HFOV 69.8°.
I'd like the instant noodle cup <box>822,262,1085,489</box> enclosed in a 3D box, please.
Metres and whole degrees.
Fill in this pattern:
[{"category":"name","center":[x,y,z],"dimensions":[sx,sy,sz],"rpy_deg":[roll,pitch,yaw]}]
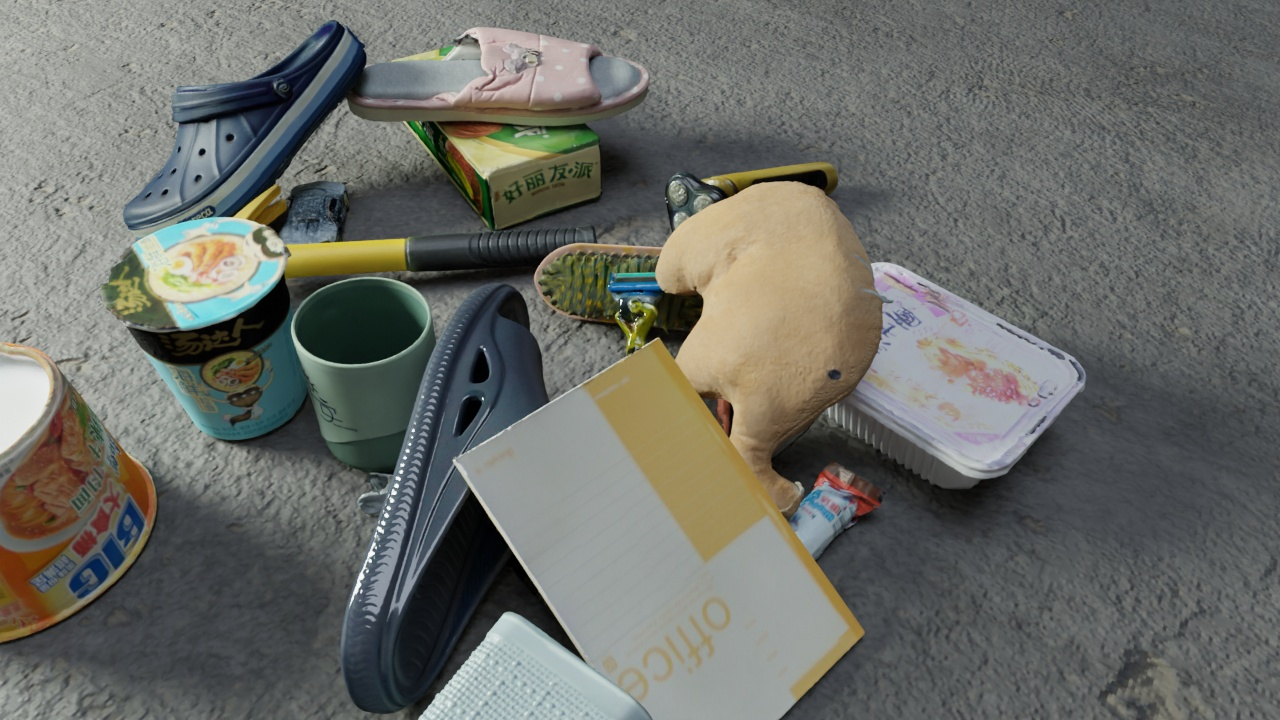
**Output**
[{"category":"instant noodle cup","center":[0.191,0.016,0.627],"dimensions":[0.137,0.060,0.173],"rpy_deg":[-34,52,-31]}]

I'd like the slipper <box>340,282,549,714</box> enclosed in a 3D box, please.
[{"category":"slipper","center":[-0.086,0.072,0.528],"dimensions":[0.083,0.111,0.267],"rpy_deg":[5,50,10]}]

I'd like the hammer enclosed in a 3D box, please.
[{"category":"hammer","center":[-0.184,-0.086,0.733],"dimensions":[0.300,0.033,0.128],"rpy_deg":[-4,62,-11]}]

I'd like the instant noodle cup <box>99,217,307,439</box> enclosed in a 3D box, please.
[{"category":"instant noodle cup","center":[-0.272,-0.014,0.605],"dimensions":[0.111,0.121,0.111],"rpy_deg":[0,44,0]}]

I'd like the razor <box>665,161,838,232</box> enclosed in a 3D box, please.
[{"category":"razor","center":[0.102,-0.145,0.801],"dimensions":[0.167,0.062,0.068],"rpy_deg":[-16,14,-25]}]

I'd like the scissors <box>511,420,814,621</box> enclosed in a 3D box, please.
[{"category":"scissors","center":[0.018,0.078,0.585],"dimensions":[0.125,0.022,0.234],"rpy_deg":[25,49,24]}]

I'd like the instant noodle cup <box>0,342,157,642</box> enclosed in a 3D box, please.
[{"category":"instant noodle cup","center":[-0.374,0.068,0.522],"dimensions":[0.151,0.112,0.151],"rpy_deg":[1,43,-1]}]

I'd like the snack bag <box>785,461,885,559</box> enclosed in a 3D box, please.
[{"category":"snack bag","center":[0.102,0.102,0.559],"dimensions":[0.104,0.026,0.048],"rpy_deg":[-32,41,-30]}]

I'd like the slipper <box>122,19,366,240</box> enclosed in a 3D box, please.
[{"category":"slipper","center":[-0.331,-0.197,0.757],"dimensions":[0.252,0.095,0.105],"rpy_deg":[-52,35,-15]}]

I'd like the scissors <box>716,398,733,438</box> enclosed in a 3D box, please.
[{"category":"scissors","center":[0.025,0.083,0.555],"dimensions":[0.196,0.015,0.214],"rpy_deg":[-26,60,-31]}]

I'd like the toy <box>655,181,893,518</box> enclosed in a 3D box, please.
[{"category":"toy","center":[0.085,-0.018,0.575],"dimensions":[0.144,0.082,0.225],"rpy_deg":[-26,52,24]}]

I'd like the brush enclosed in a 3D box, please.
[{"category":"brush","center":[-0.009,-0.058,0.705],"dimensions":[0.146,0.063,0.073],"rpy_deg":[5,15,7]}]

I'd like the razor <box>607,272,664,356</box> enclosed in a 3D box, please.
[{"category":"razor","center":[-0.004,0.004,0.638],"dimensions":[0.043,0.022,0.142],"rpy_deg":[-2,65,11]}]

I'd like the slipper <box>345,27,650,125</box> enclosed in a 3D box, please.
[{"category":"slipper","center":[-0.129,-0.254,0.814],"dimensions":[0.274,0.054,0.114],"rpy_deg":[-1,44,1]}]

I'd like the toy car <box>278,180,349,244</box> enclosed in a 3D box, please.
[{"category":"toy car","center":[-0.279,-0.125,0.786],"dimensions":[0.049,0.031,0.105],"rpy_deg":[-4,43,-7]}]

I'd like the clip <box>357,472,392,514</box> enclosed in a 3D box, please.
[{"category":"clip","center":[-0.148,0.084,0.574],"dimensions":[0.057,0.024,0.028],"rpy_deg":[-1,40,3]}]

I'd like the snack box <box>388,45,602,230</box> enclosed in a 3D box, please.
[{"category":"snack box","center":[-0.141,-0.221,0.865],"dimensions":[0.114,0.063,0.240],"rpy_deg":[-22,48,-21]}]

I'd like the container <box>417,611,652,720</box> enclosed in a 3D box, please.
[{"category":"container","center":[-0.061,0.195,0.415],"dimensions":[0.090,0.090,0.111],"rpy_deg":[28,53,25]}]

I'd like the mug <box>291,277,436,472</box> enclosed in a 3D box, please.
[{"category":"mug","center":[-0.180,0.006,0.593],"dimensions":[0.112,0.106,0.082],"rpy_deg":[33,52,26]}]

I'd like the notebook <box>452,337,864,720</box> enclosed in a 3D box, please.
[{"category":"notebook","center":[0.015,0.103,0.491],"dimensions":[0.145,0.010,0.206],"rpy_deg":[-31,84,-31]}]
